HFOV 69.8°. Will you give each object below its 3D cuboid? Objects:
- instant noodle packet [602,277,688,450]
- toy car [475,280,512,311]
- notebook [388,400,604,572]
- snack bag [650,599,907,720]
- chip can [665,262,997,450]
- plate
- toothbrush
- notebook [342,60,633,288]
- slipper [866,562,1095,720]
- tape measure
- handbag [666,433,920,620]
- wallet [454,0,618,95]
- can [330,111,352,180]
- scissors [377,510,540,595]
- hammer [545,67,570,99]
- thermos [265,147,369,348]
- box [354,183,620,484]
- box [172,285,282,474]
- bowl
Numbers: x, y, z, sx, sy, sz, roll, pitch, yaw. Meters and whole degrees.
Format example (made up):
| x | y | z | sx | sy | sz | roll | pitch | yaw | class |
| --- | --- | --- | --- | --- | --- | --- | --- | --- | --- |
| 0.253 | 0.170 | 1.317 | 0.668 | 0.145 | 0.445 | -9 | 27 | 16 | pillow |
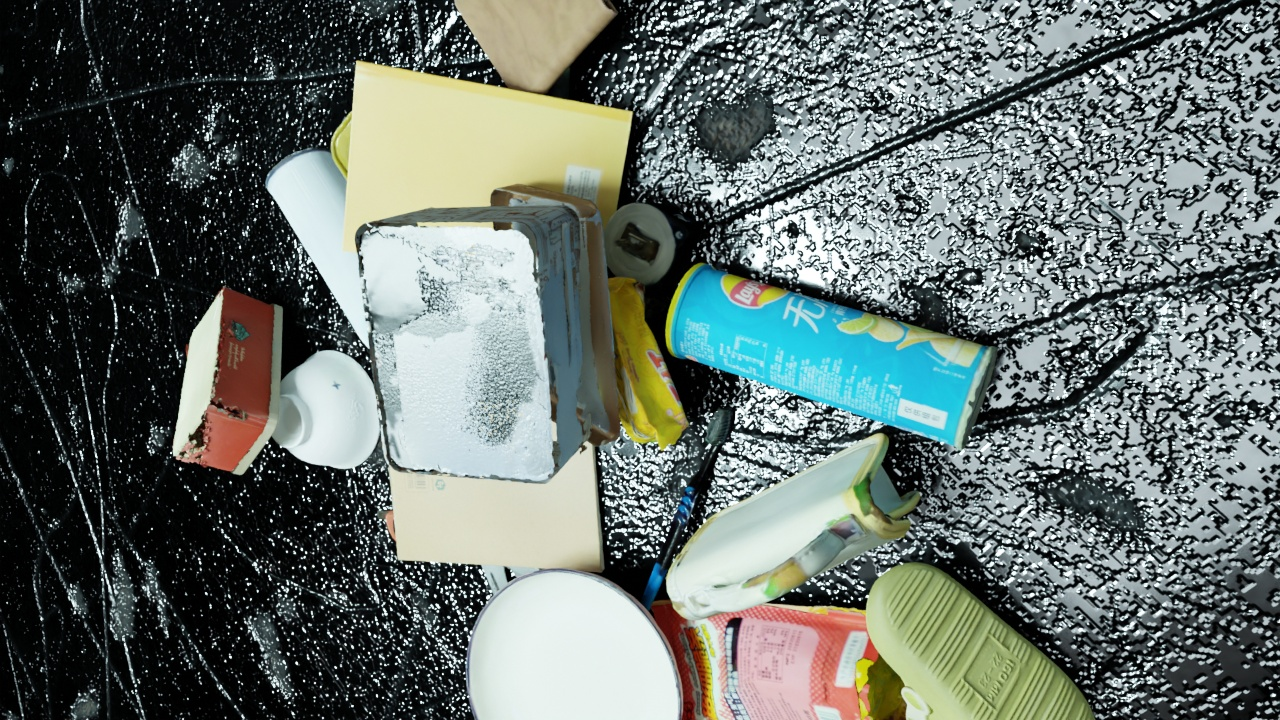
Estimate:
| x | y | z | sx | sy | sz | roll | pitch | yaw | class |
| --- | --- | --- | --- | --- | --- | --- | --- | --- | --- |
| -0.004 | 0.004 | 0.683 | 0.044 | 0.111 | 0.128 | -19 | 87 | -7 | instant noodle packet |
| -0.107 | -0.039 | 0.764 | 0.048 | 0.032 | 0.105 | -9 | 97 | 21 | toy car |
| -0.132 | 0.108 | 0.803 | 0.208 | 0.008 | 0.148 | -2 | 96 | 22 | notebook |
| 0.095 | 0.241 | 0.689 | 0.208 | 0.073 | 0.128 | -12 | 85 | 37 | snack bag |
| 0.125 | -0.006 | 0.624 | 0.210 | 0.071 | 0.071 | 19 | 107 | 24 | chip can |
| -0.051 | 0.260 | 0.744 | 0.193 | 0.039 | 0.192 | 1 | 93 | 23 | plate |
| 0.032 | 0.121 | 0.716 | 0.014 | 0.016 | 0.190 | 29 | 104 | 31 | toothbrush |
| -0.119 | -0.136 | 0.701 | 0.206 | 0.010 | 0.146 | 9 | 110 | -5 | notebook |
| 0.219 | 0.218 | 0.614 | 0.190 | 0.091 | 0.082 | 48 | 154 | 5 | slipper |
| 0.005 | -0.087 | 0.697 | 0.066 | 0.033 | 0.066 | 32 | 110 | 20 | tape measure |
| 0.095 | 0.127 | 0.602 | 0.164 | 0.178 | 0.063 | -33 | 87 | 27 | handbag |
| -0.082 | -0.264 | 0.686 | 0.101 | 0.020 | 0.115 | -41 | 75 | 27 | wallet |
| -0.192 | -0.156 | 0.763 | 0.057 | 0.083 | 0.102 | -41 | 79 | 28 | can |
| -0.154 | 0.152 | 0.834 | 0.225 | 0.015 | 0.189 | 16 | 106 | 24 | scissors |
| -0.068 | -0.229 | 0.714 | 0.129 | 0.032 | 0.301 | 13 | 104 | 27 | hammer |
| -0.249 | -0.079 | 0.819 | 0.073 | 0.073 | 0.224 | -38 | 80 | 28 | thermos |
| -0.085 | -0.029 | 0.652 | 0.150 | 0.165 | 0.182 | 3 | 108 | 16 | box |
| -0.392 | 0.015 | 0.858 | 0.091 | 0.078 | 0.168 | -45 | 41 | 26 | box |
| -0.314 | 0.053 | 0.875 | 0.118 | 0.064 | 0.118 | 5 | 102 | 28 | bowl |
